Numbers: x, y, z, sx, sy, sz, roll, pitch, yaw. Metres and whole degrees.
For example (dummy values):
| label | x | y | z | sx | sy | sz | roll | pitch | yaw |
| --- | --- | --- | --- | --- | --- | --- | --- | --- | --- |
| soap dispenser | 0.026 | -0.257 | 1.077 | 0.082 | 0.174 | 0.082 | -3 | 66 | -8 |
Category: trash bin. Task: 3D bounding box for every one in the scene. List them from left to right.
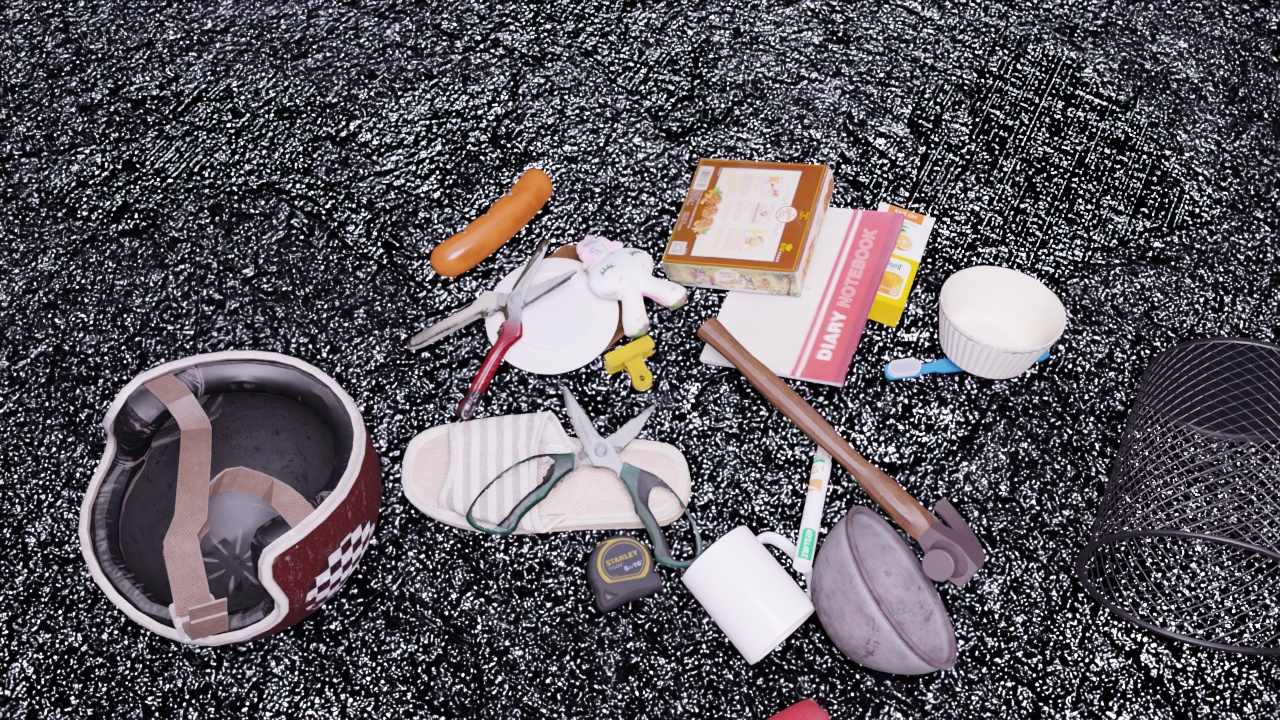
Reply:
| label | x | y | z | sx | sy | sz | roll | pitch | yaw |
| --- | --- | --- | --- | --- | --- | --- | --- | --- | --- |
| trash bin | 0.486 | 0.105 | 0.769 | 0.184 | 0.184 | 0.209 | 22 | 60 | 12 |

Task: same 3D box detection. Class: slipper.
| label | x | y | z | sx | sy | sz | roll | pitch | yaw |
| --- | --- | --- | --- | --- | --- | --- | --- | --- | --- |
| slipper | -0.089 | 0.106 | 0.856 | 0.273 | 0.054 | 0.114 | 5 | 68 | 3 |

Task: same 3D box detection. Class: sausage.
| label | x | y | z | sx | sy | sz | roll | pitch | yaw |
| --- | --- | --- | --- | --- | --- | --- | --- | --- | --- |
| sausage | -0.157 | -0.147 | 0.990 | 0.044 | 0.039 | 0.164 | 38 | 71 | 22 |

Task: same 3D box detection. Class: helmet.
| label | x | y | z | sx | sy | sz | roll | pitch | yaw |
| --- | --- | --- | --- | --- | --- | --- | --- | --- | --- |
| helmet | -0.325 | 0.115 | 0.743 | 0.233 | 0.254 | 0.233 | 39 | 46 | 13 |

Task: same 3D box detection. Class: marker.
| label | x | y | z | sx | sy | sz | roll | pitch | yaw |
| --- | --- | --- | --- | --- | --- | --- | --- | --- | --- |
| marker | 0.158 | 0.127 | 0.830 | 0.017 | 0.017 | 0.145 | 14 | 47 | 9 |

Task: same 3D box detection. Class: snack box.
| label | x | y | z | sx | sy | sz | roll | pitch | yaw |
| --- | --- | --- | --- | --- | --- | --- | --- | --- | --- |
| snack box | 0.113 | -0.142 | 0.956 | 0.147 | 0.041 | 0.142 | 8 | 62 | 24 |

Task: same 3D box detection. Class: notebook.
| label | x | y | z | sx | sy | sz | roll | pitch | yaw |
| --- | --- | --- | --- | --- | --- | --- | --- | --- | --- |
| notebook | 0.165 | -0.074 | 0.927 | 0.153 | 0.012 | 0.208 | 10 | 63 | 31 |

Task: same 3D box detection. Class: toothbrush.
| label | x | y | z | sx | sy | sz | roll | pitch | yaw |
| --- | --- | --- | --- | --- | --- | --- | --- | --- | --- |
| toothbrush | 0.325 | 0.001 | 0.912 | 0.166 | 0.014 | 0.016 | -7 | 63 | -2 |

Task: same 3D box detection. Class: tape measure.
| label | x | y | z | sx | sy | sz | roll | pitch | yaw |
| --- | --- | --- | --- | --- | --- | --- | --- | --- | --- |
| tape measure | -0.017 | 0.188 | 0.819 | 0.061 | 0.034 | 0.061 | -14 | 67 | -15 |

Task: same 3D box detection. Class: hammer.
| label | x | y | z | sx | sy | sz | roll | pitch | yaw |
| --- | --- | --- | --- | --- | --- | --- | --- | --- | --- |
| hammer | 0.172 | 0.073 | 0.825 | 0.323 | 0.115 | 0.033 | 44 | 111 | 20 |

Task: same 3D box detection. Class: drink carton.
| label | x | y | z | sx | sy | sz | roll | pitch | yaw |
| --- | --- | --- | --- | --- | --- | --- | --- | --- | --- |
| drink carton | 0.258 | -0.103 | 0.951 | 0.058 | 0.040 | 0.122 | 21 | 66 | 12 |

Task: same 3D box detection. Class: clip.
| label | x | y | z | sx | sy | sz | roll | pitch | yaw |
| --- | --- | --- | --- | --- | --- | --- | --- | --- | --- |
| clip | -0.006 | 0.005 | 0.920 | 0.054 | 0.048 | 0.046 | -26 | 24 | -12 |

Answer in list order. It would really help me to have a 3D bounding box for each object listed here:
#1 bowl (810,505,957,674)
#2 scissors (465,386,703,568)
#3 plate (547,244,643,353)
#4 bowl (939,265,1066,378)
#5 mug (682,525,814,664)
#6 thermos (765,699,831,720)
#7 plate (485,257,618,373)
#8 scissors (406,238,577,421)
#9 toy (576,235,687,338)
| label | x | y | z | sx | sy | sz | roll | pitch | yaw |
| --- | --- | --- | --- | --- | --- | --- | --- | --- | --- |
| bowl | 0.192 | 0.200 | 0.764 | 0.067 | 0.144 | 0.145 | -37 | 62 | 23 |
| scissors | -0.049 | 0.123 | 0.818 | 0.204 | 0.015 | 0.201 | -28 | 73 | -16 |
| plate | -0.059 | -0.060 | 0.950 | 0.131 | 0.025 | 0.131 | -1 | 63 | 2 |
| bowl | 0.342 | -0.031 | 0.890 | 0.115 | 0.063 | 0.115 | 0 | 47 | -1 |
| mug | 0.106 | 0.194 | 0.798 | 0.110 | 0.074 | 0.090 | -23 | 62 | -38 |
| thermos | 0.050 | 0.351 | 0.713 | 0.239 | 0.073 | 0.073 | -25 | 65 | -10 |
| plate | -0.090 | -0.049 | 0.923 | 0.134 | 0.011 | 0.134 | -1 | 63 | 2 |
| scissors | -0.155 | -0.033 | 0.911 | 0.179 | 0.015 | 0.198 | 5 | 75 | 26 |
| toy | -0.016 | -0.083 | 0.922 | 0.079 | 0.038 | 0.122 | -40 | 74 | -21 |
